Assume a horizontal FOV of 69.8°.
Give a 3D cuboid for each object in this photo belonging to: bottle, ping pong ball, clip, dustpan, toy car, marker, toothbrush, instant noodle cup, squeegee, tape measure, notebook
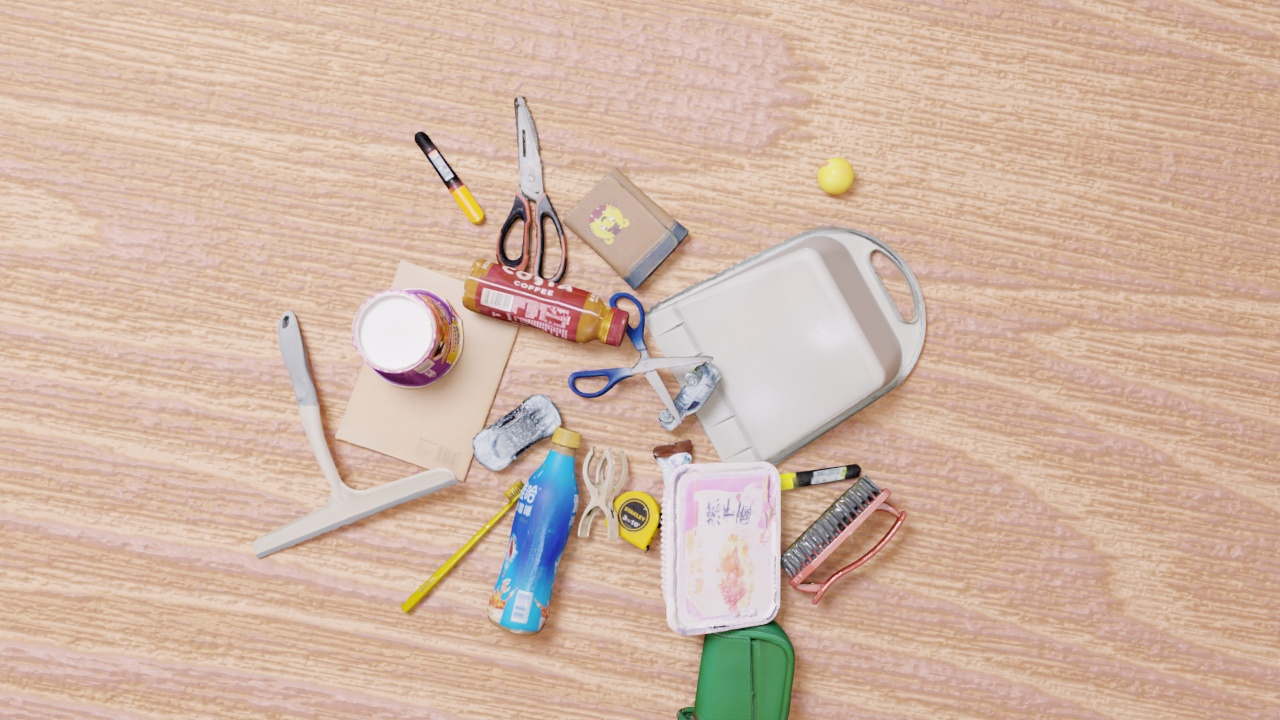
[{"bbox_3d":[-0.100,-0.058,0.982,0.175,0.057,0.057,17,87,3],"label":"bottle"},{"bbox_3d":[0.216,-0.205,1.018,0.040,0.040,0.040,0,88,-2],"label":"ping pong ball"},{"bbox_3d":[-0.041,0.144,0.993,0.076,0.034,0.100,-2,79,32],"label":"clip"},{"bbox_3d":[0.180,-0.026,1.027,0.258,0.142,0.222,-29,89,27],"label":"dustpan"},{"bbox_3d":[0.053,0.040,0.993,0.034,0.042,0.091,37,108,5],"label":"toy car"},{"bbox_3d":[0.185,0.131,1.020,0.124,0.015,0.018,-8,83,-5],"label":"marker"},{"bbox_3d":[-0.194,0.203,1.007,0.016,0.016,0.190,44,88,5],"label":"toothbrush"},{"bbox_3d":[0.077,0.193,0.972,0.137,0.060,0.173,1,87,-28],"label":"instant noodle cup"},{"bbox_3d":[-0.350,0.059,0.986,0.247,0.039,0.246,-21,83,9],"label":"squeegee"},{"bbox_3d":[-0.213,-0.204,1.022,0.018,0.015,0.124,-35,87,-4],"label":"marker"},{"bbox_3d":[-0.107,0.180,0.985,0.065,0.065,0.218,15,87,-1],"label":"bottle"},{"bbox_3d":[-0.136,0.080,1.002,0.105,0.031,0.049,-35,97,-1],"label":"toy car"},{"bbox_3d":[-0.004,0.172,1.004,0.060,0.029,0.057,28,87,19],"label":"tape measure"},{"bbox_3d":[-0.230,0.011,1.015,0.149,0.012,0.211,19,88,-1],"label":"notebook"},{"bbox_3d":[-0.249,-0.028,0.961,0.111,0.099,0.111,0,86,-2],"label":"instant noodle cup"}]

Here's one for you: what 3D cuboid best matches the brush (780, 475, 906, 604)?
[{"bbox_3d":[0.217,0.195,0.993,0.146,0.063,0.069,-44,76,-1],"label":"brush"}]

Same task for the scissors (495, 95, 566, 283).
[{"bbox_3d":[-0.137,-0.186,1.021,0.177,0.015,0.210,-41,89,-2],"label":"scissors"}]

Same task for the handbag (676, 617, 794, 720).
[{"bbox_3d":[0.105,0.341,0.988,0.120,0.068,0.131,9,89,6],"label":"handbag"}]

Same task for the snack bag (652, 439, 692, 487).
[{"bbox_3d":[0.043,0.142,1.009,0.045,0.026,0.105,-10,87,-1],"label":"snack bag"}]

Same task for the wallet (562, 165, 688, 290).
[{"bbox_3d":[-0.016,-0.147,1.016,0.115,0.033,0.090,43,88,4],"label":"wallet"}]

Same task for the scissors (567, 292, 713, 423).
[{"bbox_3d":[-0.005,0.001,0.991,0.162,0.012,0.175,-27,66,15],"label":"scissors"}]
